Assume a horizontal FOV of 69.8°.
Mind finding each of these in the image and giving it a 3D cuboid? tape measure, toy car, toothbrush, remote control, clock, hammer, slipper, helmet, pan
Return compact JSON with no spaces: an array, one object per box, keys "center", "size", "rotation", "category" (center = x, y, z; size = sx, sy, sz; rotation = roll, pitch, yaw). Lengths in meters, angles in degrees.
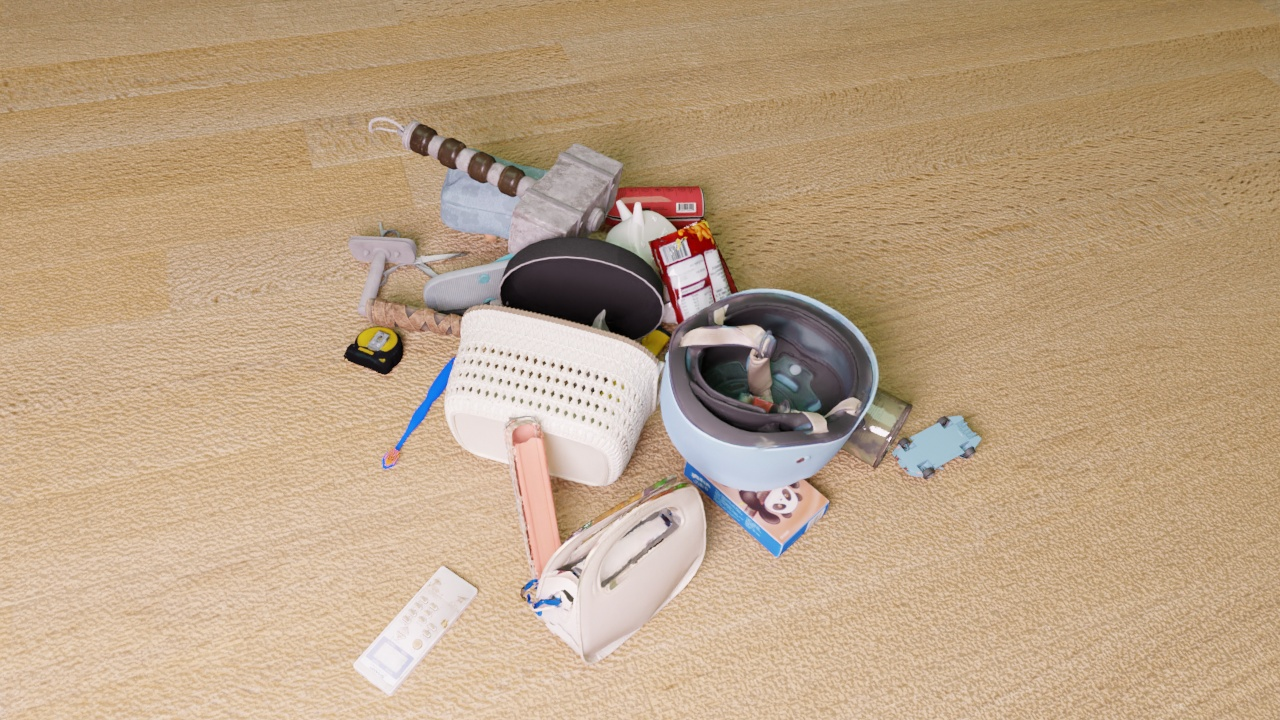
[{"center":[-0.333,-0.016,1.163],"size":[0.062,0.034,0.061],"rotation":[19,49,9],"category":"tape measure"},{"center":[0.363,0.112,1.134],"size":[0.107,0.027,0.060],"rotation":[-25,56,-12],"category":"toy car"},{"center":[-0.264,0.059,1.118],"size":[0.016,0.018,0.182],"rotation":[34,51,-10],"category":"toothbrush"},{"center":[-0.230,0.276,0.945],"size":[0.050,0.011,0.135],"rotation":[29,53,17],"category":"remote control"},{"center":[0.020,-0.135,1.226],"size":[0.161,0.073,0.125],"rotation":[48,38,-23],"category":"clock"},{"center":[-0.197,-0.247,1.192],"size":[0.326,0.080,0.176],"rotation":[26,49,8],"category":"hammer"},{"center":[-0.187,-0.036,1.143],"size":[0.319,0.122,0.048],"rotation":[10,50,5],"category":"hammer"},{"center":[-0.156,-0.118,1.226],"size":[0.268,0.098,0.054],"rotation":[-9,53,-12],"category":"slipper"},{"center":[0.136,0.036,1.036],"size":[0.225,0.167,0.264],"rotation":[41,55,20],"category":"helmet"},{"center":[-0.143,-0.077,1.156],"size":[0.356,0.204,0.044],"rotation":[-4,60,19],"category":"pan"}]

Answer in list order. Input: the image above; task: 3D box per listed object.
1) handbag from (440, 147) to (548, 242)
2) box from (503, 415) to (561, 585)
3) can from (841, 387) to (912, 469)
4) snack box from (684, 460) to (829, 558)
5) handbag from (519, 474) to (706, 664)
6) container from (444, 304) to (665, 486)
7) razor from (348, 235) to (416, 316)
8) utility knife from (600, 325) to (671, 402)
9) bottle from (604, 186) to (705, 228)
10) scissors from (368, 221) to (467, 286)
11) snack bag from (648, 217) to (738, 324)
[{"center":[-0.183,-0.214,1.292],"size":[0.192,0.119,0.121],"rotation":[10,59,-8],"category":"handbag"},{"center":[-0.109,0.150,0.957],"size":[0.059,0.187,0.056],"rotation":[-4,16,21],"category":"box"},{"center":[0.275,0.075,1.114],"size":[0.074,0.090,0.089],"rotation":[30,54,19],"category":"can"},{"center":[0.134,0.149,1.074],"size":[0.087,0.034,0.151],"rotation":[-34,60,-30],"category":"snack box"},{"center":[-0.023,0.191,0.918],"size":[0.200,0.200,0.093],"rotation":[-33,57,-32],"category":"handbag"},{"center":[-0.103,0.042,1.051],"size":[0.246,0.185,0.142],"rotation":[14,60,8],"category":"container"},{"center":[-0.356,-0.111,1.228],"size":[0.088,0.047,0.116],"rotation":[3,60,4],"category":"razor"},{"center":[-0.007,0.007,1.190],"size":[0.030,0.017,0.150],"rotation":[25,51,20],"category":"utility knife"},{"center":[0.003,-0.225,1.354],"size":[0.176,0.062,0.062],"rotation":[-2,51,-8],"category":"bottle"},{"center":[-0.325,-0.146,1.286],"size":[0.141,0.014,0.175],"rotation":[-28,57,-23],"category":"scissors"},{"center":[0.088,-0.074,1.180],"size":[0.138,0.067,0.208],"rotation":[-30,99,-39],"category":"snack bag"}]
